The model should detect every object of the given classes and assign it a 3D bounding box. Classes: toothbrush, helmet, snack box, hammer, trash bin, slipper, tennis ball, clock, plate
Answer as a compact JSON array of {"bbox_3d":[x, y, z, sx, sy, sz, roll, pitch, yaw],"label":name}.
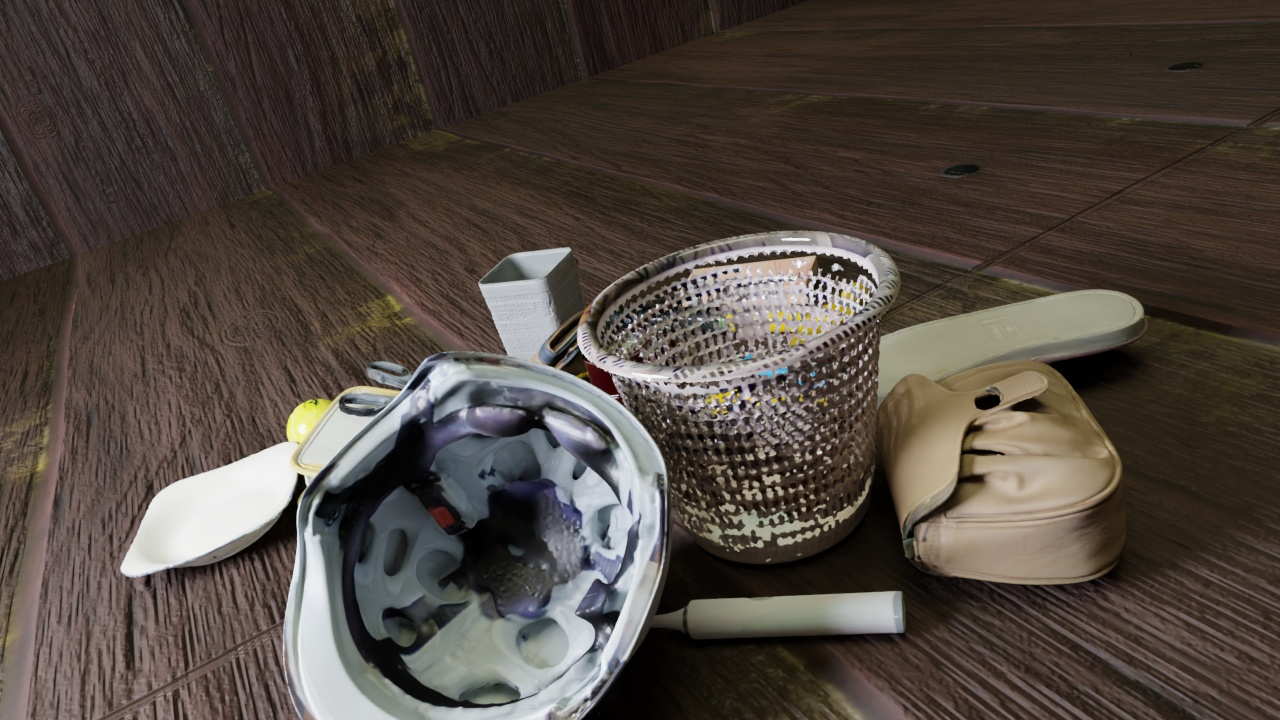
[{"bbox_3d":[0.063,0.172,0.613,0.221,0.027,0.026,-7,60,17],"label":"toothbrush"},{"bbox_3d":[-0.093,0.133,0.596,0.229,0.146,0.258,24,81,15],"label":"helmet"},{"bbox_3d":[0.129,-0.090,1.096,0.157,0.026,0.084,-3,28,23],"label":"snack box"},{"bbox_3d":[0.095,-0.045,1.020,0.301,0.033,0.128,2,30,31],"label":"hammer"},{"bbox_3d":[0.085,0.033,0.683,0.227,0.192,0.227,-12,26,6],"label":"trash bin"},{"bbox_3d":[0.294,0.003,0.790,0.274,0.054,0.114,-17,26,3],"label":"slipper"},{"bbox_3d":[-0.345,0.074,0.985,0.065,0.065,0.065,-12,26,6],"label":"tennis ball"},{"bbox_3d":[-0.006,0.006,0.946,0.122,0.055,0.081,-7,27,23],"label":"clock"},{"bbox_3d":[-0.407,0.150,0.896,0.164,0.034,0.163,-21,27,-3],"label":"plate"}]

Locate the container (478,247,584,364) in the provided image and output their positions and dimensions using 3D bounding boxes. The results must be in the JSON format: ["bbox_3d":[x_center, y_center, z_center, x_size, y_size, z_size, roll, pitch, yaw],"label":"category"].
[{"bbox_3d":[-0.118,-0.059,1.068,0.090,0.114,0.090,-3,28,24],"label":"container"}]

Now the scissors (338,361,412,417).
[{"bbox_3d":[-0.225,0.037,0.947,0.159,0.014,0.179,-19,37,-39],"label":"scissors"}]

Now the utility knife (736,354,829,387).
[{"bbox_3d":[0.150,0.011,0.895,0.034,0.018,0.162,-28,26,-36],"label":"utility knife"}]

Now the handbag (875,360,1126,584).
[{"bbox_3d":[0.244,0.066,0.641,0.148,0.100,0.204,-13,22,12],"label":"handbag"}]

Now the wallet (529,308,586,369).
[{"bbox_3d":[-0.093,-0.002,0.973,0.116,0.033,0.090,-42,1,44],"label":"wallet"}]

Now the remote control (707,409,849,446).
[{"bbox_3d":[0.115,0.058,0.813,0.137,0.024,0.053,-4,27,22],"label":"remote control"}]

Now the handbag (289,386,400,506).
[{"bbox_3d":[-0.234,0.094,0.911,0.179,0.063,0.163,4,29,5],"label":"handbag"}]

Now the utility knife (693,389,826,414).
[{"bbox_3d":[0.137,0.041,0.845,0.193,0.015,0.033,0,37,26],"label":"utility knife"}]
